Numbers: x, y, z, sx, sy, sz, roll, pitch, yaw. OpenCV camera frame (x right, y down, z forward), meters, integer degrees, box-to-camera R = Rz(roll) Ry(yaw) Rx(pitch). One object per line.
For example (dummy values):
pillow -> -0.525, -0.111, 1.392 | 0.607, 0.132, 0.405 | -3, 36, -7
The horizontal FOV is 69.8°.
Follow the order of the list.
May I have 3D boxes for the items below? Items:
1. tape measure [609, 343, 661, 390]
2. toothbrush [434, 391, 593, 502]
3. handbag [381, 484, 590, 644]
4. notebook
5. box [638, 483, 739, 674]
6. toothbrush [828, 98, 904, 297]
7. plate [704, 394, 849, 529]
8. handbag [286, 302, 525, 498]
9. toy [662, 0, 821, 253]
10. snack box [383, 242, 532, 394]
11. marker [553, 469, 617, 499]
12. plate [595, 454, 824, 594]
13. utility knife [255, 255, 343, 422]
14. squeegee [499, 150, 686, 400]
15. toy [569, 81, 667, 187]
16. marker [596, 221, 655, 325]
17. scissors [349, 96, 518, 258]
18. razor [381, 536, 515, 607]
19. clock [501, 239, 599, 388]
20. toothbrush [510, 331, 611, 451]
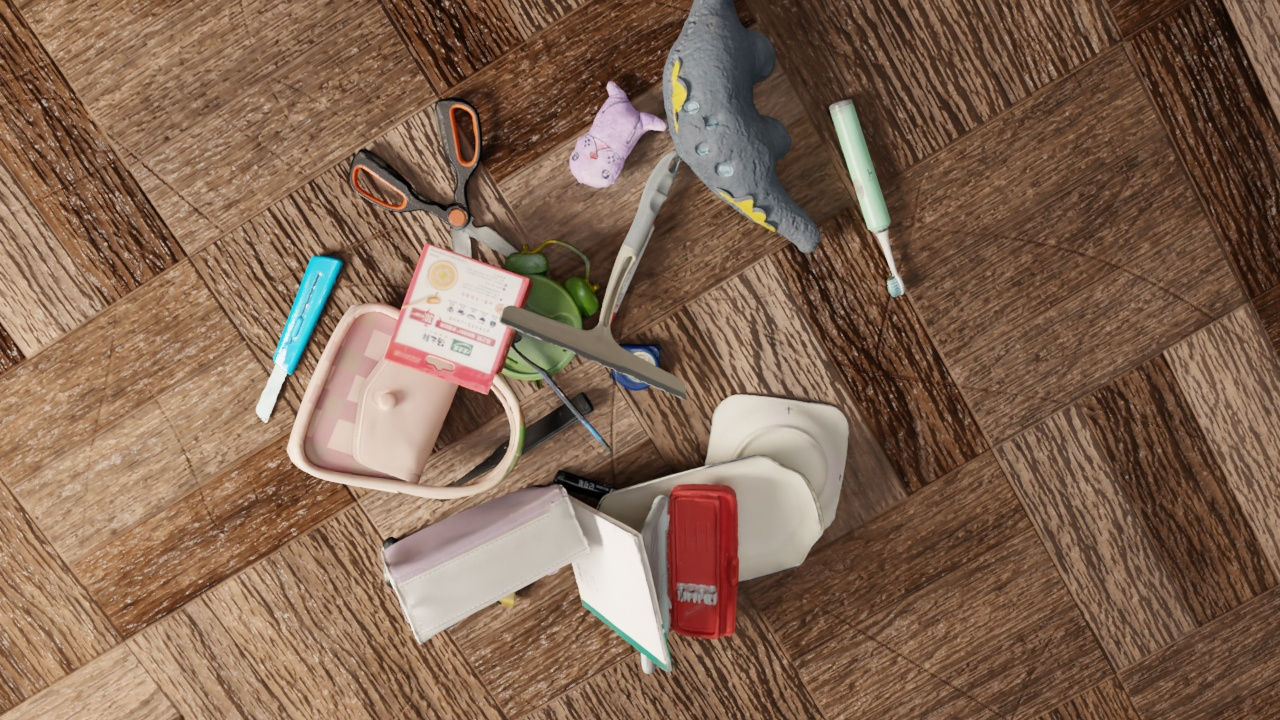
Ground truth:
tape measure -> -0.006, 0.006, 1.037 | 0.058, 0.025, 0.054 | 1, 101, -4
toothbrush -> -0.148, 0.103, 1.053 | 0.213, 0.027, 0.026 | -33, 55, 6
handbag -> -0.170, 0.208, 0.984 | 0.196, 0.145, 0.098 | -24, 102, -18
notebook -> -0.035, 0.231, 0.991 | 0.012, 0.209, 0.150 | -18, 103, -25
box -> 0.050, 0.241, 0.994 | 0.112, 0.099, 0.202 | 1, 117, 6
toothbrush -> 0.254, -0.177, 1.010 | 0.027, 0.026, 0.224 | -24, 101, -19
plate -> 0.157, 0.125, 1.057 | 0.164, 0.034, 0.164 | 7, 100, -2
handbag -> -0.239, 0.060, 0.989 | 0.234, 0.093, 0.193 | 22, 80, -8
toy -> 0.092, -0.271, 0.960 | 0.137, 0.091, 0.356 | -18, 102, -10
snack box -> -0.185, -0.041, 0.941 | 0.113, 0.044, 0.127 | 20, 86, -3
marker -> -0.037, 0.156, 1.067 | 0.132, 0.020, 0.022 | 18, 128, -5
plate -> 0.071, 0.184, 1.039 | 0.266, 0.034, 0.162 | -18, 113, 14
utility knife -> -0.388, -0.024, 1.030 | 0.034, 0.018, 0.209 | 25, 100, -6
squeegee -> -0.011, -0.112, 0.987 | 0.246, 0.039, 0.246 | 23, 86, -33
toy -> -0.031, -0.233, 0.986 | 0.084, 0.039, 0.108 | 38, 97, 14
marker -> -0.018, -0.090, 1.025 | 0.017, 0.017, 0.145 | 23, 98, -5
scissors -> -0.214, -0.176, 1.007 | 0.230, 0.021, 0.221 | 11, 104, -5
razor -> -0.223, 0.250, 1.064 | 0.167, 0.062, 0.067 | 21, 67, -10
clock -> -0.113, -0.055, 1.005 | 0.116, 0.056, 0.161 | 29, 101, -9
toothbrush -> -0.091, 0.028, 0.990 | 0.016, 0.014, 0.189 | -42, 102, -8
